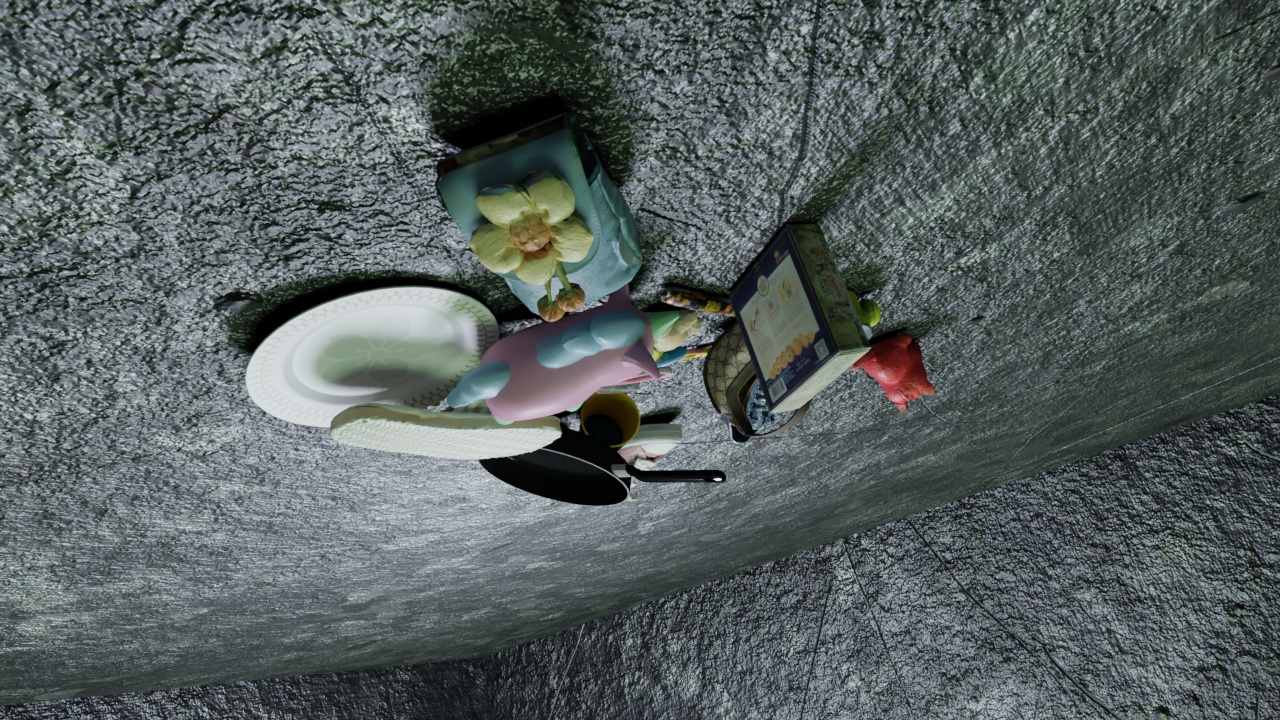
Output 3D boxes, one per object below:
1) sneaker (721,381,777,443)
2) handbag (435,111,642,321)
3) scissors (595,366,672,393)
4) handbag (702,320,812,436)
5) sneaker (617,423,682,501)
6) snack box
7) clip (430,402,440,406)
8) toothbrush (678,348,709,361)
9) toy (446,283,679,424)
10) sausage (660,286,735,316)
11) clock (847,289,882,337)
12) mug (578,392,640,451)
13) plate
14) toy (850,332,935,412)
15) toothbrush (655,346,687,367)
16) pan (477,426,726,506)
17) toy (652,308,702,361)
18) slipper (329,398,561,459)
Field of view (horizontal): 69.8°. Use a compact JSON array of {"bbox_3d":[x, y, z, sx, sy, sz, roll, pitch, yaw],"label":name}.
[{"bbox_3d":[0.159,0.045,1.214,0.087,0.079,0.236,7,155,-14],"label":"sneaker"},{"bbox_3d":[-0.067,-0.093,0.694,0.122,0.118,0.192,-18,153,7],"label":"handbag"},{"bbox_3d":[-0.044,0.031,1.113,0.170,0.014,0.168,-11,171,4],"label":"scissors"},{"bbox_3d":[0.151,0.013,1.062,0.063,0.138,0.167,5,142,-45],"label":"handbag"},{"bbox_3d":[-0.031,0.166,1.398,0.242,0.087,0.118,-29,155,35],"label":"sneaker"},{"bbox_3d":[0.155,-0.041,0.928,0.042,0.145,0.145,-7,157,-24],"label":"snack box"},{"bbox_3d":[-0.244,0.035,1.019,0.048,0.045,0.054,-36,165,-15],"label":"clip"},{"bbox_3d":[0.070,-0.008,1.136,0.135,0.016,0.021,-8,160,-10],"label":"toothbrush"},{"bbox_3d":[-0.081,0.000,0.913,0.222,0.120,0.171,-14,165,-18],"label":"toy"},{"bbox_3d":[0.075,-0.062,0.996,0.155,0.020,0.020,7,150,-44],"label":"sausage"},{"bbox_3d":[0.238,-0.043,1.099,0.118,0.057,0.083,4,151,-39],"label":"clock"},{"bbox_3d":[-0.049,0.093,1.233,0.078,0.078,0.122,-9,163,-14],"label":"mug"},{"bbox_3d":[-0.258,-0.004,0.899,0.242,0.016,0.243,-18,154,-9],"label":"plate"},{"bbox_3d":[0.348,0.016,1.267,0.132,0.094,0.088,8,149,-41],"label":"toy"},{"bbox_3d":[-0.007,0.006,1.113,0.135,0.022,0.017,-16,169,14],"label":"toothbrush"},{"bbox_3d":[-0.048,0.132,1.155,0.357,0.044,0.204,-5,148,35],"label":"pan"},{"bbox_3d":[0.013,-0.025,1.017,0.118,0.043,0.092,-22,157,13],"label":"toy"},{"bbox_3d":[-0.205,0.068,0.998,0.272,0.054,0.115,7,148,-44],"label":"slipper"}]
